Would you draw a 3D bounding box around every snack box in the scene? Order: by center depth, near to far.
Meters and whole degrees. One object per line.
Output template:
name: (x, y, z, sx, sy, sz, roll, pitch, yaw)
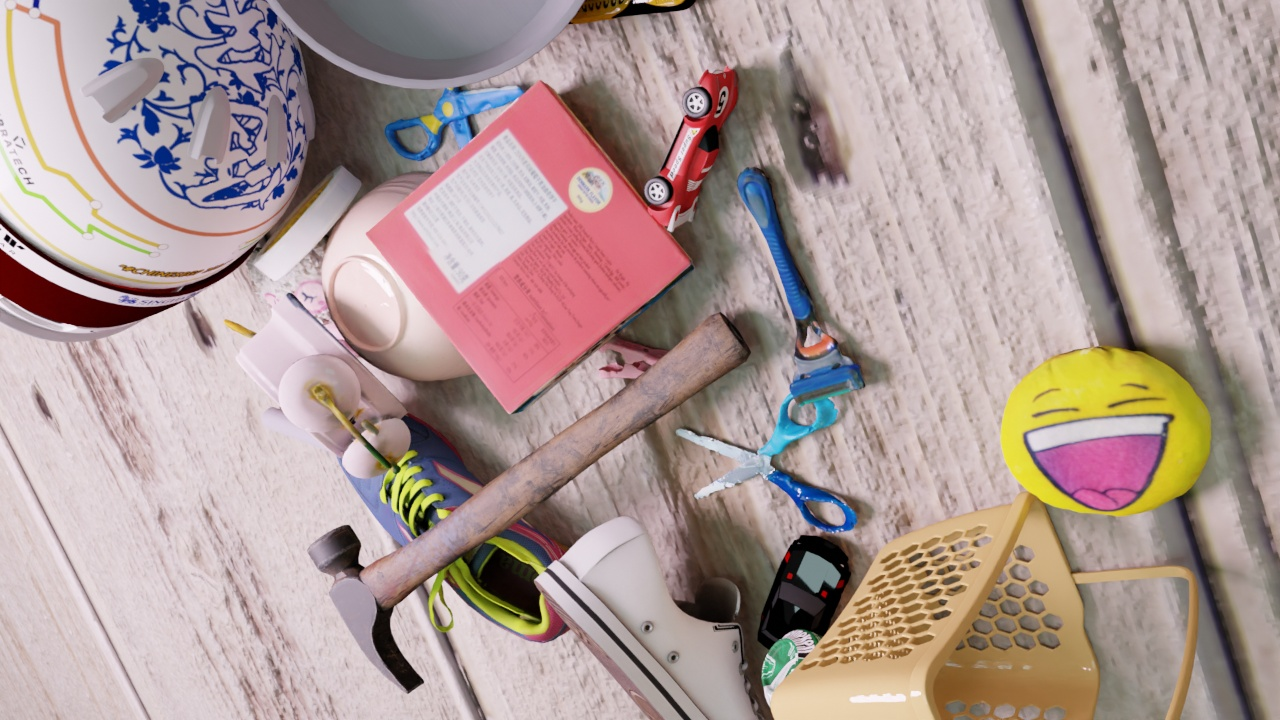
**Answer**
snack box: (-0.066, -0.067, 0.558, 0.145, 0.040, 0.142, -39, 85, 6)

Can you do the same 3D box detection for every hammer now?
hammer: (-0.066, 0.085, 0.587, 0.331, 0.033, 0.120, -36, 83, 15)

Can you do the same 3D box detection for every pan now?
pan: (-0.194, -0.257, 0.495, 0.356, 0.051, 0.201, 7, 94, -3)

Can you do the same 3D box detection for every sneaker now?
sneaker: (0.039, 0.199, 0.617, 0.245, 0.097, 0.091, 51, 161, -14)
sneaker: (-0.140, 0.111, 0.669, 0.242, 0.091, 0.116, 35, 98, 12)

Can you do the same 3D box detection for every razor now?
razor: (0.088, -0.045, 0.527, 0.044, 0.018, 0.141, -18, 95, 27)
razor: (-0.032, -0.205, 0.533, 0.144, 0.021, 0.044, 4, 92, 30)

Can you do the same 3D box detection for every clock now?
clock: (-0.213, 0.022, 0.633, 0.158, 0.058, 0.117, 34, 164, 39)

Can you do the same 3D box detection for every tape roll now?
tape roll: (-0.237, -0.098, 0.652, 0.094, 0.093, 0.019, -29, 122, 35)

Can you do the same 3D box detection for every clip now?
clip: (-0.005, -0.004, 0.596, 0.060, 0.023, 0.045, -17, 99, 38)

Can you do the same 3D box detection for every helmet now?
helmet: (-0.335, -0.162, 0.596, 0.236, 0.230, 0.314, 7, 101, 26)

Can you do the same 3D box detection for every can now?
can: (0.124, 0.202, 0.556, 0.101, 0.053, 0.053, 28, 126, -19)

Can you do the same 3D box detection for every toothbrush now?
toothbrush: (-0.243, 0.073, 0.764, 0.188, 0.018, 0.019, 15, 120, 25)

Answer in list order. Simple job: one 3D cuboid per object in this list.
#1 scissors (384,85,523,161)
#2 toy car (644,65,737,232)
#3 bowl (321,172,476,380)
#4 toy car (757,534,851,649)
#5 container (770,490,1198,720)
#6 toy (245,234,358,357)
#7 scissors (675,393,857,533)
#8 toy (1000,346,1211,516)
scissors: (-0.126, -0.171, 0.608, 0.126, 0.013, 0.130, -1, 110, 32)
toy car: (0.031, -0.120, 0.518, 0.025, 0.038, 0.090, 33, 122, 12)
bowl: (-0.167, -0.049, 0.638, 0.153, 0.076, 0.153, 11, 114, 27)
toy car: (0.102, 0.154, 0.583, 0.042, 0.036, 0.092, 25, 119, 20)
container: (0.180, 0.161, 0.452, 0.167, 0.182, 0.129, -20, 98, 41)
toy: (-0.261, -0.041, 0.721, 0.096, 0.041, 0.109, -7, 111, 31)
scissors: (0.082, 0.073, 0.578, 0.130, 0.014, 0.119, -33, 91, 36)
toy: (0.231, 0.037, 0.460, 0.096, 0.041, 0.094, -10, 107, 30)
